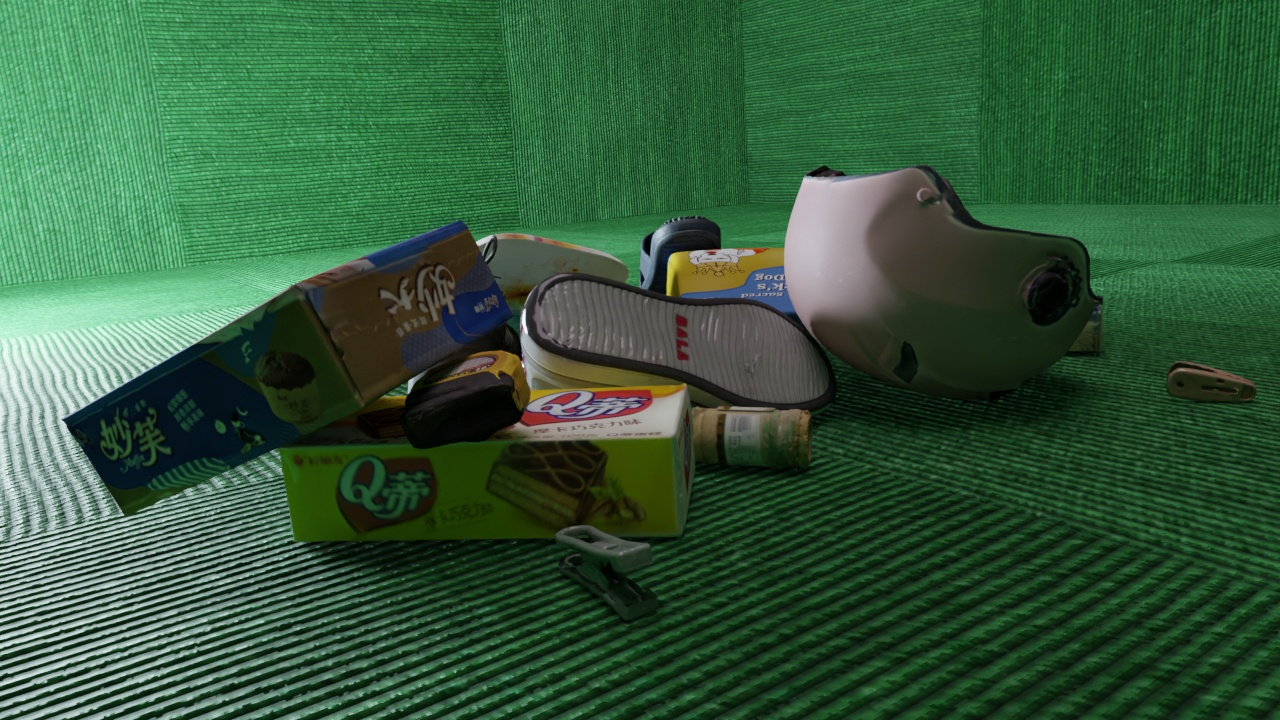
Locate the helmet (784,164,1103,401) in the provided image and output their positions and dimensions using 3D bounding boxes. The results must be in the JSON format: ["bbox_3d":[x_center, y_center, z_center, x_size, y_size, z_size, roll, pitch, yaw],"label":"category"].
[{"bbox_3d":[0.229,-0.051,0.730,0.255,0.152,0.230,20,4,-25],"label":"helmet"}]

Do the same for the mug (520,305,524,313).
[{"bbox_3d":[-0.072,-0.024,0.937,0.087,0.081,0.114,-12,-17,-9],"label":"mug"}]

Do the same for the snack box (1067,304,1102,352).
[{"bbox_3d":[0.380,-0.042,0.925,0.145,0.043,0.144,2,13,22],"label":"snack box"}]

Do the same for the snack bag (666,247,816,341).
[{"bbox_3d":[0.109,-0.059,0.925,0.159,0.102,0.205,-2,10,-2],"label":"snack bag"}]

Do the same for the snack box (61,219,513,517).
[{"bbox_3d":[-0.200,0.002,0.535,0.203,0.069,0.154,-22,9,27],"label":"snack box"}]

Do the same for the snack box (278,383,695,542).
[{"bbox_3d":[-0.085,0.061,0.560,0.230,0.062,0.110,-3,13,8],"label":"snack box"}]

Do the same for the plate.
[{"bbox_3d":[-0.122,-0.068,0.934,0.186,0.016,0.187,8,-34,-39],"label":"plate"}]

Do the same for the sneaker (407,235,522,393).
[{"bbox_3d":[-0.167,-0.039,0.839,0.101,0.143,0.238,-4,9,0],"label":"sneaker"}]

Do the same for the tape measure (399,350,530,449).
[{"bbox_3d":[-0.092,0.022,0.501,0.065,0.037,0.064,-18,19,1],"label":"tape measure"}]

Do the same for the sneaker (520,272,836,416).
[{"bbox_3d":[0.023,0.014,0.700,0.262,0.096,0.129,8,-30,-22],"label":"sneaker"}]

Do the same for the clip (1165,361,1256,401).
[{"bbox_3d":[0.428,0.017,0.694,0.060,0.024,0.039,10,18,15],"label":"clip"}]

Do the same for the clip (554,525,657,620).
[{"bbox_3d":[-0.019,0.092,0.446,0.023,0.049,0.078,-9,20,-30],"label":"clip"}]

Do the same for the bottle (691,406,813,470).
[{"bbox_3d":[0.058,0.050,0.613,0.111,0.043,0.043,1,13,16],"label":"bottle"}]

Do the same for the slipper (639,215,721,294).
[{"bbox_3d":[0.048,-0.129,1.108,0.101,0.082,0.264,-3,-17,-4],"label":"slipper"}]
